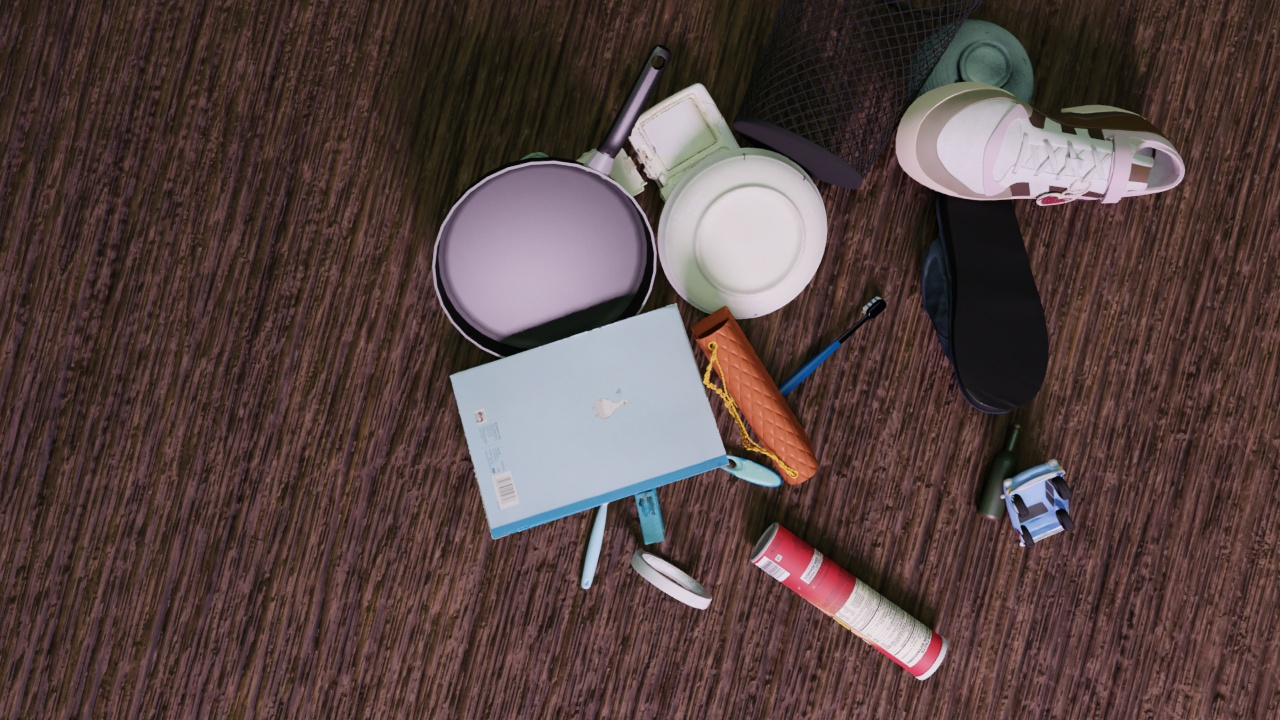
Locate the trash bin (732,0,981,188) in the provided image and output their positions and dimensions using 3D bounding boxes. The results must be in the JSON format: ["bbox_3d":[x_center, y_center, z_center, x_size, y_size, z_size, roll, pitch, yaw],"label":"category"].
[{"bbox_3d":[0.204,-0.300,0.920,0.184,0.184,0.210,27,96,2],"label":"trash bin"}]

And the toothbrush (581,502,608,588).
[{"bbox_3d":[-0.043,0.172,0.996,0.022,0.016,0.155,13,90,-5],"label":"toothbrush"}]

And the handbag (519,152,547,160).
[{"bbox_3d":[-0.120,-0.151,0.978,0.122,0.067,0.106,-34,90,1],"label":"handbag"}]

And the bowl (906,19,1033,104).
[{"bbox_3d":[0.356,-0.302,0.968,0.137,0.057,0.137,0,89,2],"label":"bowl"}]

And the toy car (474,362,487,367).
[{"bbox_3d":[-0.155,0.053,0.993,0.048,0.032,0.105,-29,74,1],"label":"toy car"}]

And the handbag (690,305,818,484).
[{"bbox_3d":[0.110,0.038,0.930,0.060,0.108,0.172,-32,99,6],"label":"handbag"}]

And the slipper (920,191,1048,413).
[{"bbox_3d":[0.346,-0.063,0.957,0.109,0.084,0.265,6,67,-15],"label":"slipper"}]

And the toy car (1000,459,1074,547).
[{"bbox_3d":[0.399,0.142,0.928,0.056,0.153,0.054,-26,51,10],"label":"toy car"}]

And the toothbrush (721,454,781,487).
[{"bbox_3d":[0.089,0.108,0.992,0.135,0.017,0.022,21,87,2],"label":"toothbrush"}]

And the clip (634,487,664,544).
[{"bbox_3d":[0.002,0.127,0.955,0.030,0.120,0.130,-10,76,1],"label":"clip"}]

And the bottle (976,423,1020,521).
[{"bbox_3d":[0.386,0.118,0.978,0.025,0.025,0.106,18,90,2],"label":"bottle"}]

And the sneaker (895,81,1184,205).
[{"bbox_3d":[0.398,-0.197,0.896,0.293,0.116,0.112,4,113,-17],"label":"sneaker"}]

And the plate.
[{"bbox_3d":[0.110,-0.126,0.953,0.182,0.034,0.182,-2,110,-7],"label":"plate"}]

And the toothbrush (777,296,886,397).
[{"bbox_3d":[0.199,-0.008,0.990,0.168,0.014,0.014,-42,122,4],"label":"toothbrush"}]

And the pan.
[{"bbox_3d":[-0.065,-0.151,0.912,0.225,0.034,0.357,21,115,-23],"label":"pan"}]

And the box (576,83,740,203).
[{"bbox_3d":[0.024,-0.188,0.966,0.184,0.044,0.143,-33,98,-4],"label":"box"}]

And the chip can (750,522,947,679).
[{"bbox_3d":[0.218,0.252,0.969,0.215,0.052,0.052,35,90,2],"label":"chip can"}]

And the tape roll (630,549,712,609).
[{"bbox_3d":[0.032,0.227,0.954,0.093,0.093,0.013,30,89,2],"label":"tape roll"}]

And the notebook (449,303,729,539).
[{"bbox_3d":[-0.056,0.061,0.946,0.253,0.009,0.181,-17,76,2],"label":"notebook"}]
